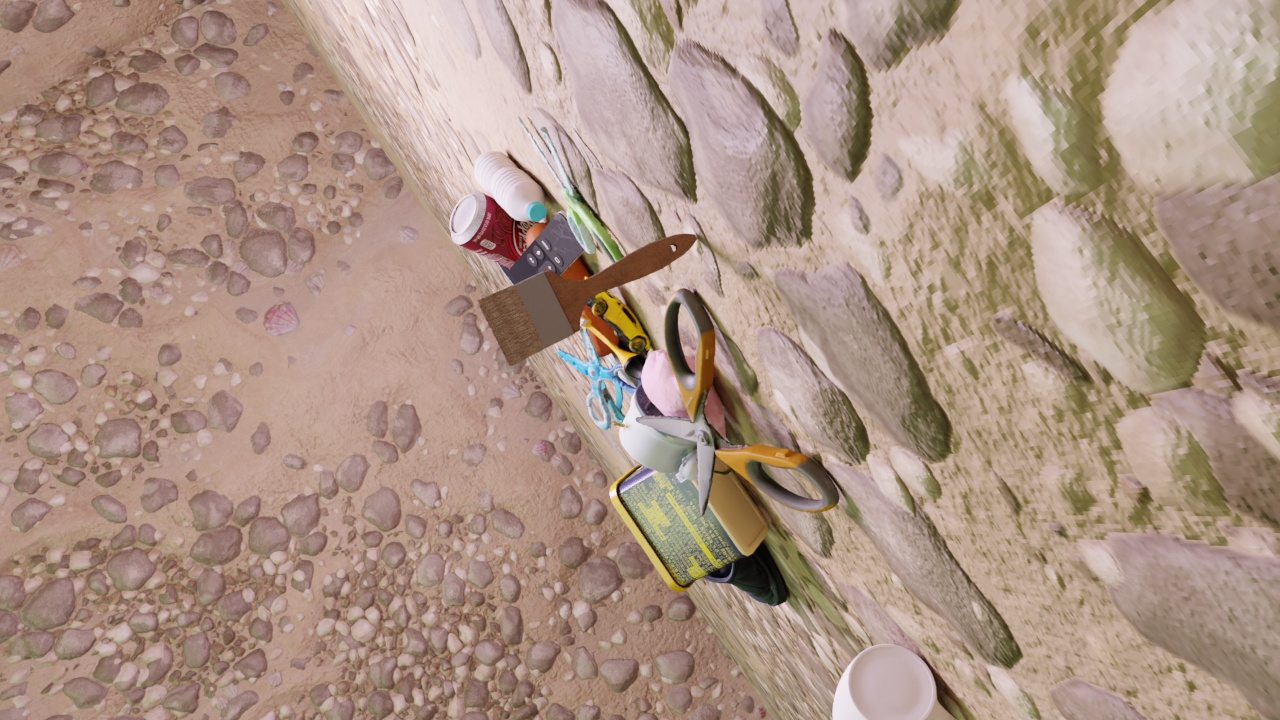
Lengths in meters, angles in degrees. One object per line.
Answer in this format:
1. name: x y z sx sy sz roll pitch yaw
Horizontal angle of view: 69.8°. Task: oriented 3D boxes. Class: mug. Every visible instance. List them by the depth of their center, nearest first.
1. mug: 0.215 0.283 0.740 0.114 0.080 0.088 18 149 20

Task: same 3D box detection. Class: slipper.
1. slipper: -0.034 0.015 1.081 0.268 0.054 0.098 52 174 49
2. slipper: 0.092 0.217 1.082 0.109 0.083 0.266 43 166 47

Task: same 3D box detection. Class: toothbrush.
1. toothbrush: -0.006 0.005 0.944 0.197 0.031 0.030 41 -161 26

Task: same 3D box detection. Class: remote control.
1. remote control: -0.098 -0.107 0.961 0.045 0.008 0.147 52 146 -2

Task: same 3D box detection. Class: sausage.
1. sausage: -0.071 -0.078 1.004 0.164 0.044 0.039 60 -161 -14

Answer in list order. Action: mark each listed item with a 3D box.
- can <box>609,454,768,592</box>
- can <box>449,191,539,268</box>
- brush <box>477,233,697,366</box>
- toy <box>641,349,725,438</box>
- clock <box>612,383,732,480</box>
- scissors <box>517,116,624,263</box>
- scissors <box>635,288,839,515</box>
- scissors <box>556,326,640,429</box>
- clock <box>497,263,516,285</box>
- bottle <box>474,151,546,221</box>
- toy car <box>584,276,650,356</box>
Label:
1. can: 0.052 0.157 0.961 0.135 0.105 0.075 56 -146 1
2. can: -0.155 -0.142 1.038 0.114 0.063 0.063 23 -164 -41
3. brush: -0.027 -0.047 0.576 0.045 0.143 0.008 65 170 0
4. toy: 0.035 0.023 0.795 0.102 0.050 0.093 46 164 25
5. clock: 0.036 0.069 0.857 0.117 0.057 0.083 30 -151 5
6. scissors: -0.064 -0.145 0.827 0.171 0.024 0.166 58 177 2
7. scissors: 0.058 0.046 0.714 0.226 0.016 0.230 14 127 50
8. scissors: -0.040 0.019 1.004 0.140 0.011 0.134 4 116 46
9. clock: -0.153 -0.130 1.226 0.124 0.053 0.090 41 163 50
10. bottle: -0.136 -0.183 0.977 0.136 0.044 0.044 46 167 47
11. toy car: -0.024 -0.044 0.923 0.107 0.030 0.049 45 178 -35
